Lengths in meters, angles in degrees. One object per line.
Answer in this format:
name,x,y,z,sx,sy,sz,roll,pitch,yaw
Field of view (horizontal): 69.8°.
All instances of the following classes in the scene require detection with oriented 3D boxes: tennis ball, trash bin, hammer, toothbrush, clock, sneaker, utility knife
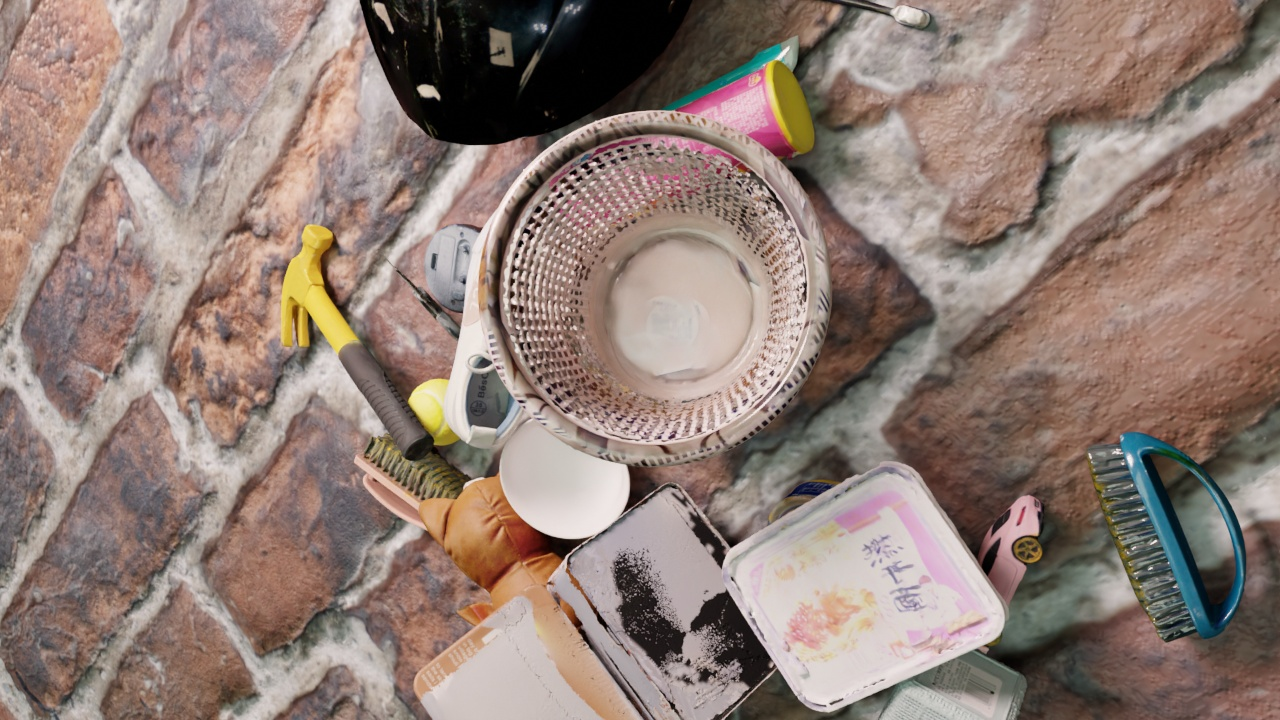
tennis ball,-0.197,0.051,0.902,0.066,0.065,0.065,6,102,28
trash bin,0.018,-0.044,0.669,0.227,0.192,0.227,0,89,8
hammer,-0.290,-0.008,0.920,0.300,0.032,0.129,45,119,33
toothbrush,0.129,-0.277,0.688,0.181,0.018,0.016,26,113,25
clock,-0.144,-0.083,0.854,0.122,0.055,0.082,18,106,25
sneaker,-0.110,-0.040,0.782,0.089,0.091,0.242,17,93,-17
utility knife,0.064,-0.215,0.738,0.152,0.013,0.029,-19,87,33

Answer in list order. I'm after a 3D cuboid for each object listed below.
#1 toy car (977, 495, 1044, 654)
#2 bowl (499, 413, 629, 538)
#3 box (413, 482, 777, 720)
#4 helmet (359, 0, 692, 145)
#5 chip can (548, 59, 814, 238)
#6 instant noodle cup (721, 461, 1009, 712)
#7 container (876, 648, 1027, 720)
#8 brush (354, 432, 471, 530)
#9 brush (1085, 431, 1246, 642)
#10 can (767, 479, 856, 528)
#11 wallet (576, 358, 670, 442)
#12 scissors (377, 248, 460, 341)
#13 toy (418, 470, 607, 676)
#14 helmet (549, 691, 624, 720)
toy car,0.262,0.155,0.668,0.037,0.056,0.122,22,109,20
bowl,-0.061,0.093,0.827,0.118,0.064,0.118,4,108,11
box,-0.028,0.246,0.738,0.178,0.259,0.105,52,150,12
helmet,-0.102,-0.299,0.692,0.233,0.229,0.275,28,150,22
chip can,0.028,-0.163,0.734,0.211,0.071,0.071,-17,90,31
instant noodle cup,0.161,0.159,0.665,0.174,0.060,0.138,-38,80,28
container,0.223,0.273,0.681,0.090,0.089,0.112,25,121,24
brush,-0.220,0.133,0.933,0.146,0.063,0.073,33,109,19
brush,0.355,0.114,0.609,0.074,0.055,0.144,-24,87,31
can,0.175,0.144,0.719,0.148,0.049,0.075,19,107,26
wallet,-0.005,0.005,0.807,0.090,0.033,0.115,29,108,23
scissors,-0.203,-0.060,0.843,0.014,0.168,0.156,-44,34,-6
toy,-0.112,0.190,0.856,0.199,0.140,0.131,56,157,8
helmet,-0.077,0.455,0.810,0.315,0.239,0.248,36,116,19
